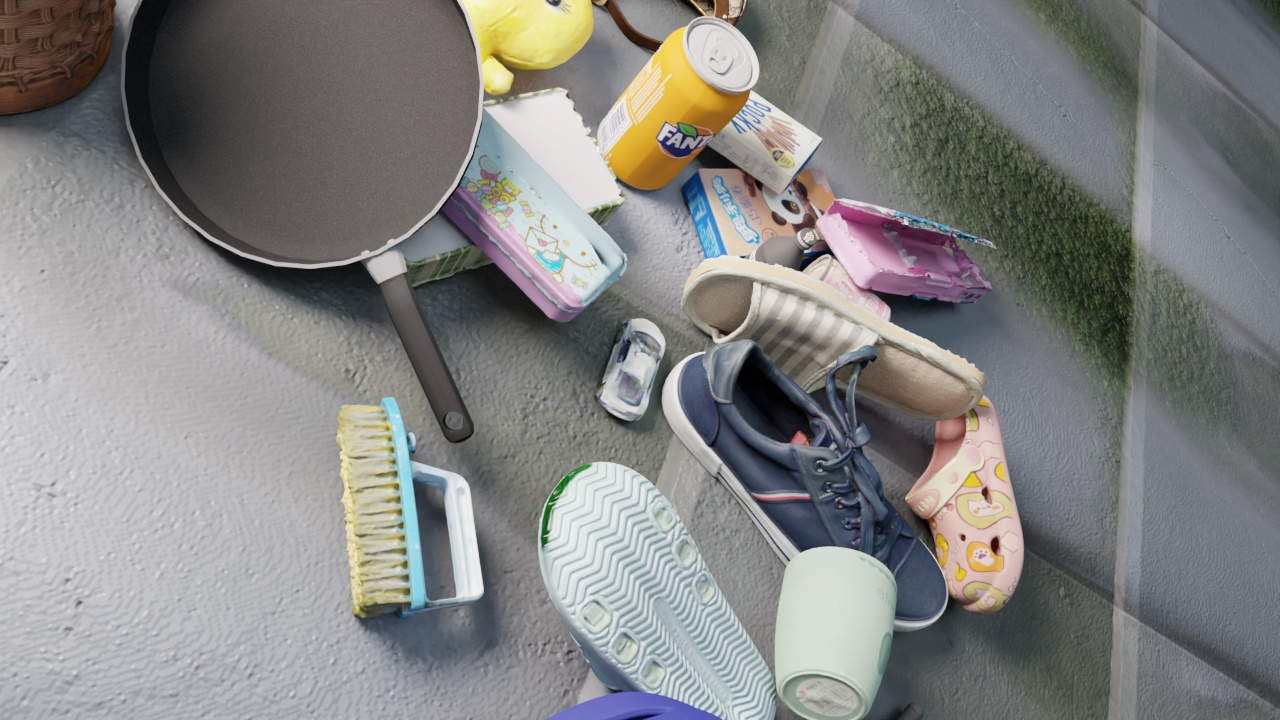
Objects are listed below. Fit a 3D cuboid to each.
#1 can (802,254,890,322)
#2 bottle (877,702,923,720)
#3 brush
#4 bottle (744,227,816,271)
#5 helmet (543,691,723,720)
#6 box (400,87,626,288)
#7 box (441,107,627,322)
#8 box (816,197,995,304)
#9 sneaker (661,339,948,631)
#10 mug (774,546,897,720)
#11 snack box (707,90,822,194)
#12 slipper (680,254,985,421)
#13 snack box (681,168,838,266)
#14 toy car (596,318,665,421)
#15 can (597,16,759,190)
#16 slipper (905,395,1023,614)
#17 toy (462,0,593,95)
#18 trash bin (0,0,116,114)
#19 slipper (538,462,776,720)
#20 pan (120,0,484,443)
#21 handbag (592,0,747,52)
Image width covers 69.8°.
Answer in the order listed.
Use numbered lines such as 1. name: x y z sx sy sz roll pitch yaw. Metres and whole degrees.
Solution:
1. can: 0.171 -0.044 0.809 0.076 0.067 0.067 40 55 -9
2. bottle: 0.176 0.292 0.687 0.112 0.030 0.030 -24 83 -36
3. brush: -0.145 0.088 0.570 0.075 0.056 0.135 -3 71 -27
4. bottle: 0.105 -0.077 0.757 0.036 0.110 0.036 12 63 -26
5. helmet: 0.002 0.278 0.475 0.240 0.228 0.148 -21 112 -32
6. box: -0.118 -0.133 0.689 0.205 0.050 0.117 -26 81 -36
7. box: -0.102 -0.121 0.639 0.214 0.036 0.076 45 54 -4
8. box: 0.263 -0.110 0.847 0.230 0.077 0.084 2 53 -46
9. sneaker: 0.156 0.091 0.707 0.294 0.128 0.120 46 55 -8
10. mug: 0.140 0.211 0.665 0.103 0.084 0.111 -65 149 -50
11. snack box: 0.086 -0.217 0.834 0.150 0.026 0.081 35 46 3
12. slipper: 0.159 -0.006 0.751 0.272 0.115 0.053 22 61 -15
13. snack box: 0.117 -0.129 0.833 0.151 0.034 0.087 -7 72 -33
14. toy car: -0.004 0.004 0.708 0.038 0.027 0.089 27 58 -16
15. can: 0.028 -0.205 0.746 0.079 0.143 0.079 12 64 -26
16. slipper: 0.268 0.118 0.793 0.081 0.093 0.197 7 62 -6
17. toy: -0.120 -0.269 0.725 0.134 0.092 0.207 46 63 6
18. trash bin: -0.368 -0.254 0.492 0.151 0.211 0.151 12 63 -25
19. slipper: 0.006 0.180 0.614 0.103 0.074 0.245 -48 113 -35
20. pan: -0.185 -0.112 0.589 0.225 0.034 0.356 -23 94 2
21. handbag: 0.020 -0.359 0.865 0.166 0.063 0.138 20 70 -22
